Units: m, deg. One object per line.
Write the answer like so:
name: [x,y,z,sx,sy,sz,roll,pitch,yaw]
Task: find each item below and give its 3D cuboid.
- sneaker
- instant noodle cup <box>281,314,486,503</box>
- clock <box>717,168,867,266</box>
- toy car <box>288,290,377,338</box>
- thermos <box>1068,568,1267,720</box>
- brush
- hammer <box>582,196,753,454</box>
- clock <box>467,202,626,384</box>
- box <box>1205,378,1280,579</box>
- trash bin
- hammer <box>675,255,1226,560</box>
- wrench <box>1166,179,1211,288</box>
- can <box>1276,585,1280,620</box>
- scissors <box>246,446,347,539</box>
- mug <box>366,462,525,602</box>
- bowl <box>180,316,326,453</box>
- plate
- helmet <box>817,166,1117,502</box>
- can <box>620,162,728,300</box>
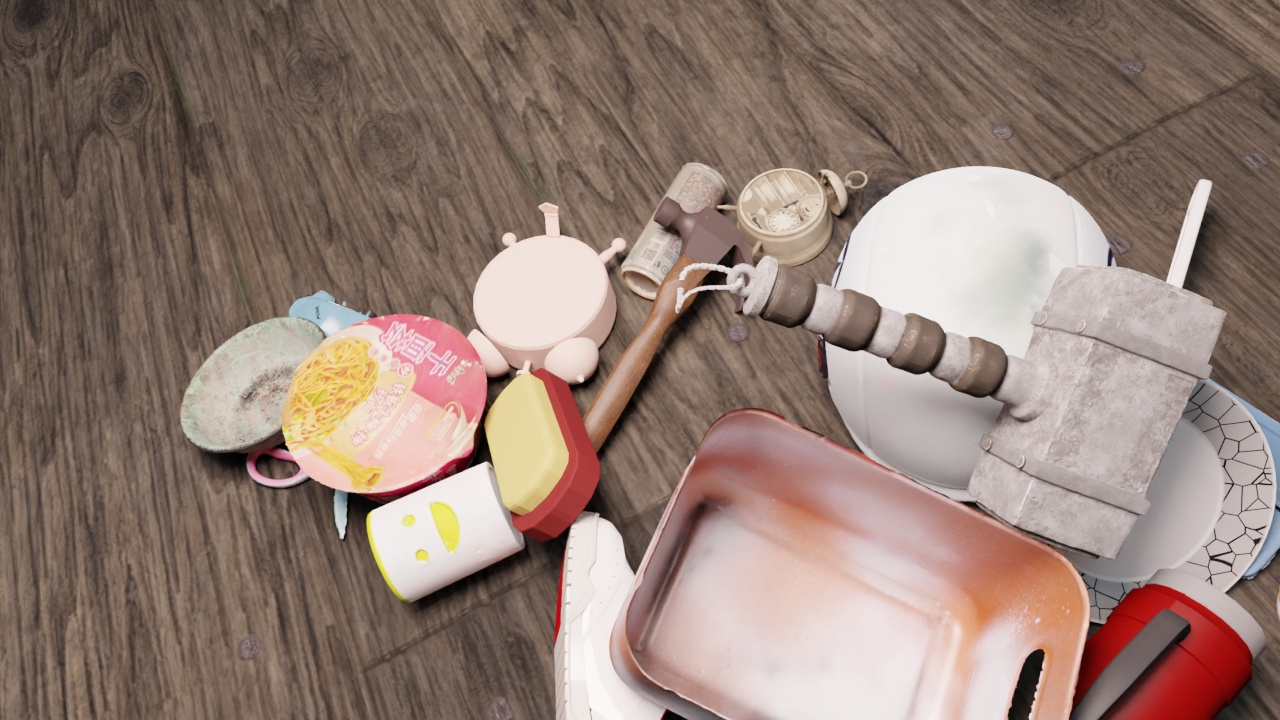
sneaker: [-0.008,0.226,0.688,0.104,0.090,0.236,3,51,-10]
instant noodle cup: [-0.218,0.052,0.823,0.179,0.078,0.178,-3,58,4]
clock: [0.153,-0.150,0.880,0.141,0.054,0.093,-26,58,-1]
toy car: [-0.315,-0.039,0.934,0.108,0.027,0.060,20,66,22]
thermos: [0.309,0.226,0.595,0.198,0.108,0.084,-43,44,-11]
brush: [-0.089,0.071,0.763,0.082,0.042,0.173,-49,32,14]
hammer: [-0.005,0.005,0.816,0.115,0.033,0.322,34,77,-11]
clock: [-0.093,-0.058,0.869,0.131,0.086,0.160,5,68,15]
box: [0.413,0.061,0.719,0.125,0.021,0.209,-40,59,-13]
trash bin: [0.123,0.176,0.601,0.260,0.158,0.181,25,66,3]
hammer: [0.182,-0.008,0.583,0.326,0.079,0.177,20,97,-6]
wrench: [0.422,-0.044,0.734,0.018,0.066,0.272,19,64,23]
can: [0.472,0.145,0.585,0.079,0.142,0.079,-5,59,9]
scissors: [-0.286,0.081,0.866,0.171,0.014,0.172,11,63,19]
mug: [-0.160,0.142,0.763,0.106,0.083,0.082,-24,58,-4]
bowl: [-0.363,0.030,0.888,0.158,0.038,0.157,-11,51,13]
plate: [0.354,0.098,0.658,0.188,0.016,0.188,0,99,1]
helmet: [0.255,-0.035,0.715,0.237,0.164,0.263,7,68,22]
can: [0.033,-0.125,0.892,0.054,0.054,0.135,20,66,22]
